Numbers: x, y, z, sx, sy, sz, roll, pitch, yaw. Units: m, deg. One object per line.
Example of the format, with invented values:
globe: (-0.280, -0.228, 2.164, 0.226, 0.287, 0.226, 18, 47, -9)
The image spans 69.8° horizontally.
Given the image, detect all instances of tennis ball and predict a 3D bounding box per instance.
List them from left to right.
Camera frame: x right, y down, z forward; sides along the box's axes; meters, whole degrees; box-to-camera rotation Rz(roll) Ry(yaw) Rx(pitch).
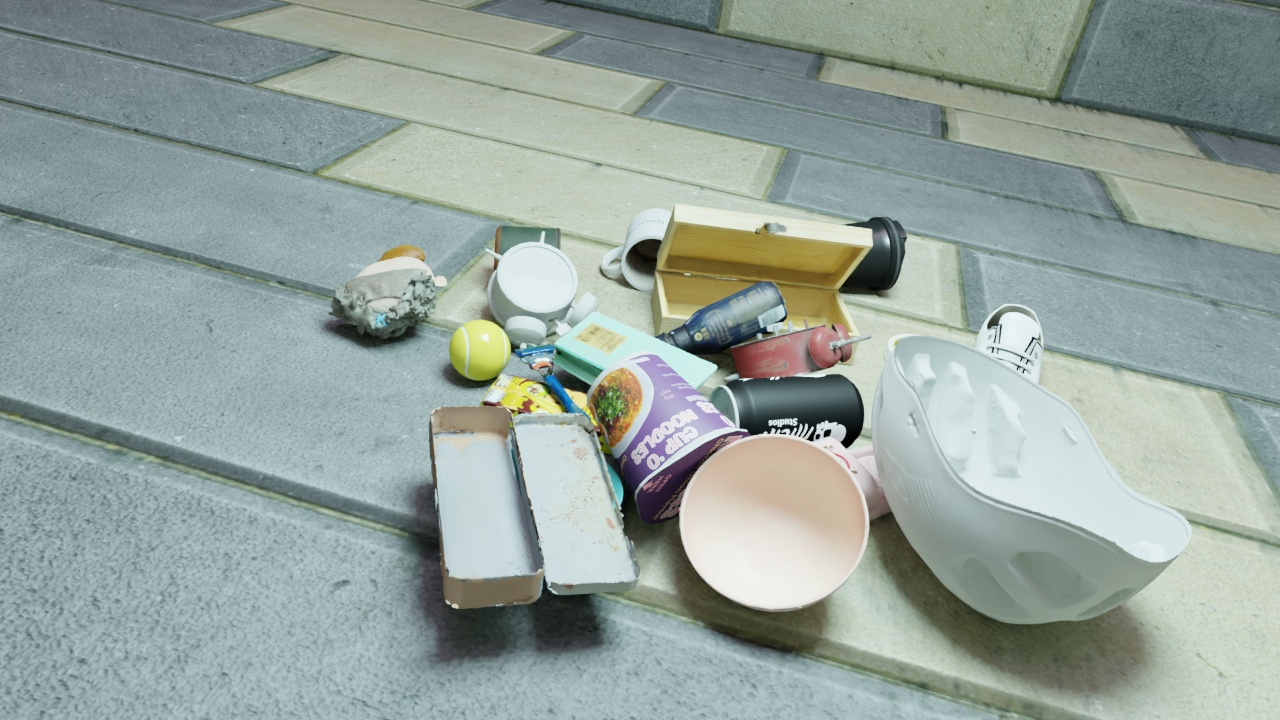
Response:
tennis ball: (-0.173, -0.011, 0.986, 0.065, 0.065, 0.065, 7, 31, -4)

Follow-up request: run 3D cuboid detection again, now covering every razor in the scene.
razor: (-0.086, 0.028, 0.939, 0.043, 0.018, 0.141, -10, 39, -26)

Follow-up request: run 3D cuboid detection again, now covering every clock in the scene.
clock: (-0.117, -0.068, 1.082, 0.119, 0.061, 0.159, -21, 73, -25)
clock: (0.174, -0.015, 1.015, 0.157, 0.062, 0.109, -14, -2, 29)

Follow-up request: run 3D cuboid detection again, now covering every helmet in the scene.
helmet: (0.312, 0.092, 0.801, 0.223, 0.184, 0.282, 4, 54, -40)

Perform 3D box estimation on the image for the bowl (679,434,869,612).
bowl: (0.113, 0.144, 0.773, 0.153, 0.076, 0.152, -5, 61, 9)

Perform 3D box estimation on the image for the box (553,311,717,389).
box: (-0.005, 0.001, 0.960, 0.189, 0.080, 0.077, 28, 15, 40)

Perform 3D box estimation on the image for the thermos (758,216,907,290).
thermos: (0.258, -0.147, 1.302, 0.218, 0.106, 0.105, -4, 33, -12)

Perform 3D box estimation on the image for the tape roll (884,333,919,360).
tape roll: (0.357, -0.003, 1.160, 0.094, 0.019, 0.093, 6, 31, -4)

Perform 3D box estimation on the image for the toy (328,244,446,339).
toy: (-0.287, -0.082, 1.068, 0.133, 0.076, 0.175, -7, 33, 2)

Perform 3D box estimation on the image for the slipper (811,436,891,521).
slipper: (0.197, 0.112, 0.893, 0.221, 0.056, 0.107, -6, 32, -27)

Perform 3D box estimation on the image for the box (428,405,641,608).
box: (-0.092, 0.109, 0.748, 0.150, 0.043, 0.216, -4, 33, -15)

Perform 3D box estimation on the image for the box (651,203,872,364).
box: (0.146, -0.095, 1.158, 0.248, 0.184, 0.141, 6, 10, -8)

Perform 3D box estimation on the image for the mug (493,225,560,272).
mug: (-0.147, -0.130, 1.187, 0.081, 0.085, 0.111, 3, 0, -8)

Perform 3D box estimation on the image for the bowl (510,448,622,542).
bowl: (-0.078, 0.127, 0.802, 0.121, 0.046, 0.121, 7, 31, -4)

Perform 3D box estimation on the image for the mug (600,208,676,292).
mug: (0.002, -0.146, 1.257, 0.120, 0.083, 0.096, -16, 28, 14)

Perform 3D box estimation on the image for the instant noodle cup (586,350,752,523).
instant noodle cup: (0.012, 0.061, 0.828, 0.136, 0.122, 0.122, 0, 44, -49)

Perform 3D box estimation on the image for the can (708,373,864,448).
can: (0.150, 0.057, 0.946, 0.146, 0.080, 0.080, -3, 33, -19)

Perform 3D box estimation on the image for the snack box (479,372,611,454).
snack box: (-0.085, 0.054, 0.942, 0.149, 0.026, 0.061, 14, 32, 8)

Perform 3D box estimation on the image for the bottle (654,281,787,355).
bottle: (0.090, -0.039, 1.065, 0.160, 0.056, 0.056, -24, 37, -3)

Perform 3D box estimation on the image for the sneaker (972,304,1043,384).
sneaker: (0.446, -0.003, 1.108, 0.091, 0.097, 0.244, 21, 32, 19)
